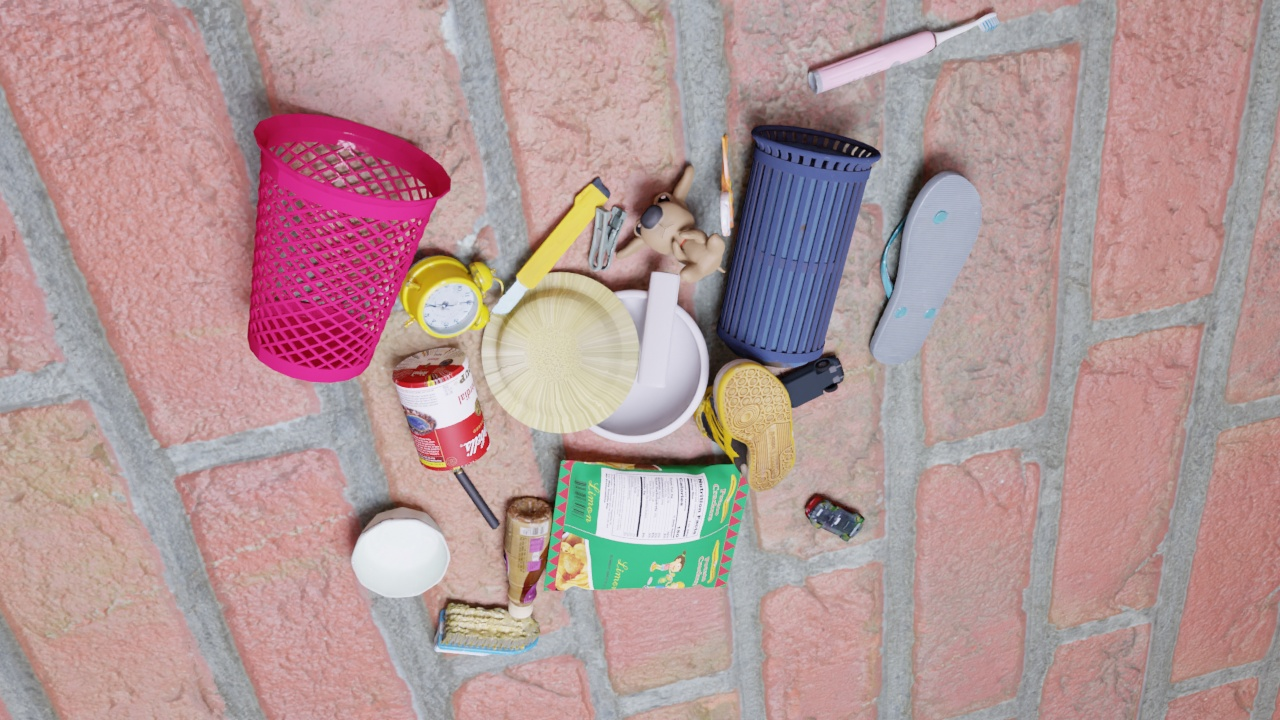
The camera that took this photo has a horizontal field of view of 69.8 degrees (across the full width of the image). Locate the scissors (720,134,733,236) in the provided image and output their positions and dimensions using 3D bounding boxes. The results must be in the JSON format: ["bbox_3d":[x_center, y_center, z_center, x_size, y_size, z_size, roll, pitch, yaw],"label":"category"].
[{"bbox_3d":[0.094,-0.189,1.012,0.011,0.127,0.125,-2,136,9],"label":"scissors"}]

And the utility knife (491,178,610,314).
[{"bbox_3d":[-0.101,-0.125,1.029,0.030,0.018,0.191,40,89,-19],"label":"utility knife"}]

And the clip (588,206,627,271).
[{"bbox_3d":[-0.045,-0.138,1.037,0.050,0.023,0.078,11,109,-47],"label":"clip"}]

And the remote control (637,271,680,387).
[{"bbox_3d":[0.020,-0.035,1.034,0.033,0.012,0.131,8,92,7],"label":"remote control"}]

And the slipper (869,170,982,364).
[{"bbox_3d":[0.347,-0.115,1.133,0.098,0.054,0.269,-3,127,-14],"label":"slipper"}]

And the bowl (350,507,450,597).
[{"bbox_3d":[-0.297,0.230,1.143,0.117,0.061,0.117,-5,116,-10],"label":"bowl"}]

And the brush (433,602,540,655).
[{"bbox_3d":[-0.205,0.370,1.236,0.135,0.055,0.076,11,134,-17],"label":"brush"}]

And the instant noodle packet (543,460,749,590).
[{"bbox_3d":[0.010,0.216,1.186,0.252,0.090,0.196,3,114,-15],"label":"instant noodle packet"}]

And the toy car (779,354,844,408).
[{"bbox_3d":[0.207,0.031,1.173,0.112,0.034,0.046,-26,118,-1],"label":"toy car"}]

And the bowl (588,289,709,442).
[{"bbox_3d":[-0.006,0.006,1.080,0.177,0.066,0.176,0,91,7],"label":"bowl"}]

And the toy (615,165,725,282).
[{"bbox_3d":[0.043,-0.137,1.012,0.134,0.108,0.105,-50,160,12],"label":"toy"}]

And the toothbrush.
[{"bbox_3d":[0.294,-0.344,1.018,0.222,0.027,0.026,-20,89,-2],"label":"toothbrush"}]

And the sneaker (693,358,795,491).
[{"bbox_3d":[0.114,0.052,1.098,0.086,0.122,0.239,-31,139,-9],"label":"sneaker"}]

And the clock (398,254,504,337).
[{"bbox_3d":[-0.207,-0.071,1.017,0.118,0.057,0.083,-8,125,-32],"label":"clock"}]

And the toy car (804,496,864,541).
[{"bbox_3d":[0.270,0.218,1.274,0.091,0.036,0.042,27,106,-21],"label":"toy car"}]

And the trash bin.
[{"bbox_3d":[0.169,-0.124,1.035,0.139,0.139,0.250,3,116,-14],"label":"trash bin"}]

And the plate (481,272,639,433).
[{"bbox_3d":[-0.095,-0.009,1.038,0.184,0.036,0.184,0,91,7],"label":"plate"}]

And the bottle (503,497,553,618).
[{"bbox_3d":[-0.149,0.261,1.191,0.059,0.059,0.166,2,115,-13],"label":"bottle"}]

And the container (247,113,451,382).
[{"bbox_3d":[-0.312,-0.104,0.929,0.183,0.183,0.226,14,118,-18],"label":"container"}]

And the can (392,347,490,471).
[{"bbox_3d":[-0.229,0.056,1.060,0.086,0.086,0.116,-13,117,-6],"label":"can"}]

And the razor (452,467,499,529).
[{"bbox_3d":[-0.218,0.160,1.152,0.043,0.022,0.144,-4,131,37],"label":"razor"}]
